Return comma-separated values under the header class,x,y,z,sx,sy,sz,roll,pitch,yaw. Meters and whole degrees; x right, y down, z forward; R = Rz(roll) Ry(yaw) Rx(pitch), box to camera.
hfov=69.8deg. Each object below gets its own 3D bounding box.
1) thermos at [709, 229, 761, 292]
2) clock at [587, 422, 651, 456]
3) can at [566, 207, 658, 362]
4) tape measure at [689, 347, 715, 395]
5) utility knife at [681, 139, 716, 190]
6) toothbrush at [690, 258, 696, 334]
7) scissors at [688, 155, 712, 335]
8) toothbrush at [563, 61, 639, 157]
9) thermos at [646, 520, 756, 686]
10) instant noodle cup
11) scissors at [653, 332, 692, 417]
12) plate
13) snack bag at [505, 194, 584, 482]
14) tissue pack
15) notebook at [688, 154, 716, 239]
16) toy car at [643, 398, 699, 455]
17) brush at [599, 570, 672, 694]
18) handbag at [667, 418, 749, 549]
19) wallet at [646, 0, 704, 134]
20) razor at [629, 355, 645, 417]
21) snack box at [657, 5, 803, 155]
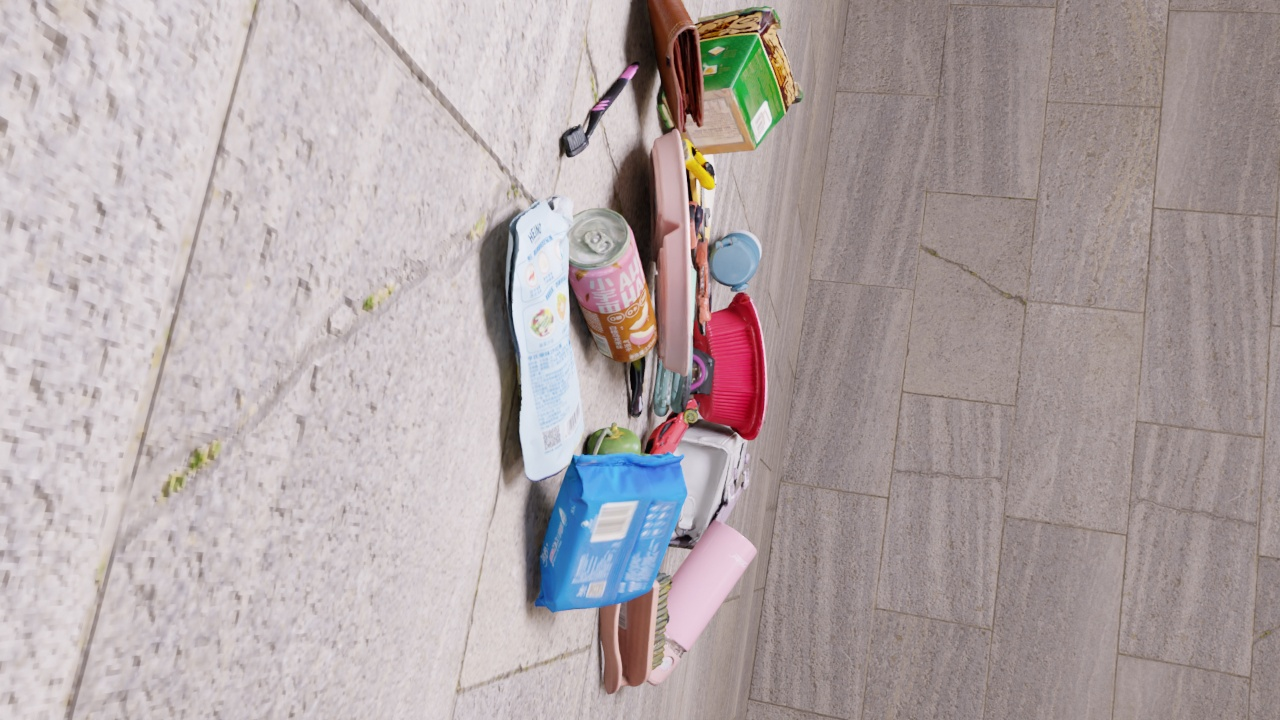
class,x,y,z,sx,sy,sz,roll,pitch,yaw
thermos,0.128,-0.137,1.233,0.220,0.070,0.070,-54,149,-75
clock,-0.027,0.127,0.826,0.161,0.056,0.115,84,19,-44
can,-0.023,-0.056,0.741,0.147,0.058,0.057,72,29,-60
tape measure,0.059,0.013,1.097,0.039,0.058,0.057,6,94,-70
utility knife,0.059,-0.193,0.914,0.154,0.015,0.033,-9,85,-77
toothbrush,0.052,-0.075,1.079,0.027,0.026,0.224,33,60,-72
scissors,0.063,-0.141,0.984,0.189,0.015,0.222,57,32,-69
toothbrush,-0.029,-0.209,0.737,0.188,0.014,0.018,-67,147,-49
thermos,0.049,0.278,1.072,0.198,0.067,0.087,-50,121,-16
instant noodle cup,0.107,0.010,1.177,0.194,0.066,0.194,174,-89,-81
scissors,0.040,-0.006,0.982,0.178,0.019,0.173,-105,-155,-70
plate,0.026,-0.099,0.860,0.229,0.028,0.229,155,-68,-90
snack bag,-0.066,-0.018,0.639,0.110,0.039,0.191,-52,146,-54
tissue pack,-0.026,0.134,0.724,0.052,0.094,0.157,55,-44,48
notebook,0.073,-0.235,1.097,0.206,0.010,0.145,75,20,-56
toy car,0.030,0.084,1.020,0.106,0.031,0.049,-56,-171,-23
brush,-0.011,0.285,0.974,0.072,0.063,0.146,-16,119,-43
handbag,0.088,0.161,1.228,0.196,0.098,0.145,-14,116,-74
wallet,0.028,-0.282,0.822,0.125,0.032,0.101,75,-2,-60
razor,-0.005,0.005,0.918,0.042,0.022,0.143,-64,158,-46
snack box,0.088,-0.273,0.936,0.118,0.118,0.105,56,46,-43
